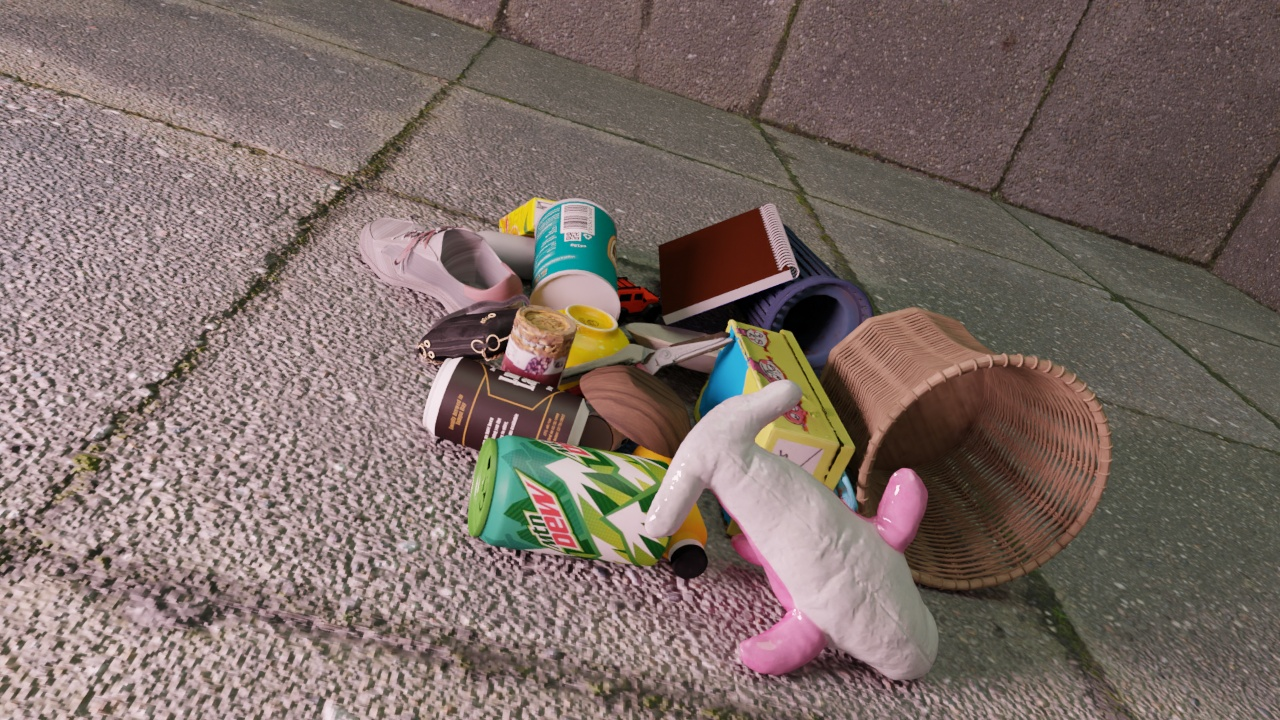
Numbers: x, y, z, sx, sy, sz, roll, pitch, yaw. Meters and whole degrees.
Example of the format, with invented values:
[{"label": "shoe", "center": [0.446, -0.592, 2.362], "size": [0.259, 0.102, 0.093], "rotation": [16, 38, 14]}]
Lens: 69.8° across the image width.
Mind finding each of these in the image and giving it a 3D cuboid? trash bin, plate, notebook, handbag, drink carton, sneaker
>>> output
[{"label": "trash bin", "center": [0.192, -0.091, 1.217], "size": [0.139, 0.139, 0.249], "rotation": [11, 25, -19]}, {"label": "plate", "center": [0.073, -0.008, 1.050], "size": [0.189, 0.027, 0.188], "rotation": [12, 8, -2]}, {"label": "notebook", "center": [0.107, -0.130, 1.184], "size": [0.172, 0.022, 0.208], "rotation": [-20, 29, 11]}, {"label": "handbag", "center": [-0.160, -0.025, 0.885], "size": [0.129, 0.054, 0.078], "rotation": [-4, 16, 36]}, {"label": "drink carton", "center": [-0.135, -0.172, 1.176], "size": [0.058, 0.043, 0.135], "rotation": [6, -7, -26]}, {"label": "sneaker", "center": [-0.216, -0.116, 0.999], "size": [0.236, 0.090, 0.099], "rotation": [31, 44, 21]}]

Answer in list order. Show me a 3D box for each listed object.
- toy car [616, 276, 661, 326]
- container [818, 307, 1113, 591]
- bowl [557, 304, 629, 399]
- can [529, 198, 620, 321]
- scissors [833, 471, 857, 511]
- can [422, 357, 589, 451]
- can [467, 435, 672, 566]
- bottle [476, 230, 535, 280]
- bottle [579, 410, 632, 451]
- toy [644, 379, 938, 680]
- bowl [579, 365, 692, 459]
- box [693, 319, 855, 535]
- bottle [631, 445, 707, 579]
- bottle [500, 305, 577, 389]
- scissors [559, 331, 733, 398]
[{"label": "toy car", "center": [-0.017, -0.076, 1.135], "size": [0.100, 0.049, 0.051], "rotation": [-8, 36, -46]}, {"label": "container", "center": [0.286, 0.069, 0.875], "size": [0.226, 0.227, 0.196], "rotation": [14, 19, -12]}, {"label": "bowl", "center": [-0.060, -0.016, 0.958], "size": [0.117, 0.068, 0.117], "rotation": [16, 25, -8]}, {"label": "can", "center": [-0.074, -0.104, 1.049], "size": [0.099, 0.099, 0.143], "rotation": [13, 40, -14]}, {"label": "scissors", "center": [0.176, 0.119, 0.832], "size": [0.015, 0.118, 0.139], "rotation": [-9, 22, 3]}, {"label": "can", "center": [-0.113, 0.048, 0.782], "size": [0.128, 0.072, 0.071], "rotation": [19, 25, -1]}, {"label": "can", "center": [-0.052, 0.106, 0.694], "size": [0.144, 0.083, 0.083], "rotation": [12, 26, -17]}, {"label": "bottle", "center": [-0.162, -0.130, 1.132], "size": [0.195, 0.053, 0.052], "rotation": [7, 28, -25]}, {"label": "bottle", "center": [-0.012, 0.056, 0.878], "size": [0.041, 0.041, 0.115], "rotation": [31, 27, 22]}, {"label": "toy", "center": [0.119, 0.142, 0.699], "size": [0.265, 0.186, 0.128], "rotation": [47, -13, -13]}, {"label": "bowl", "center": [0.005, 0.037, 0.815], "size": [0.119, 0.032, 0.119], "rotation": [32, 15, -10]}, {"label": "box", "center": [0.117, 0.062, 0.868], "size": [0.079, 0.125, 0.220], "rotation": [15, 23, -11]}, {"label": "bottle", "center": [0.025, 0.123, 0.765], "size": [0.043, 0.043, 0.143], "rotation": [11, 26, -18]}, {"label": "bottle", "center": [-0.098, 0.008, 0.834], "size": [0.056, 0.105, 0.056], "rotation": [16, 25, -8]}, {"label": "scissors", "center": [-0.006, 0.010, 0.889], "size": [0.189, 0.015, 0.139], "rotation": [9, 56, 17]}]
